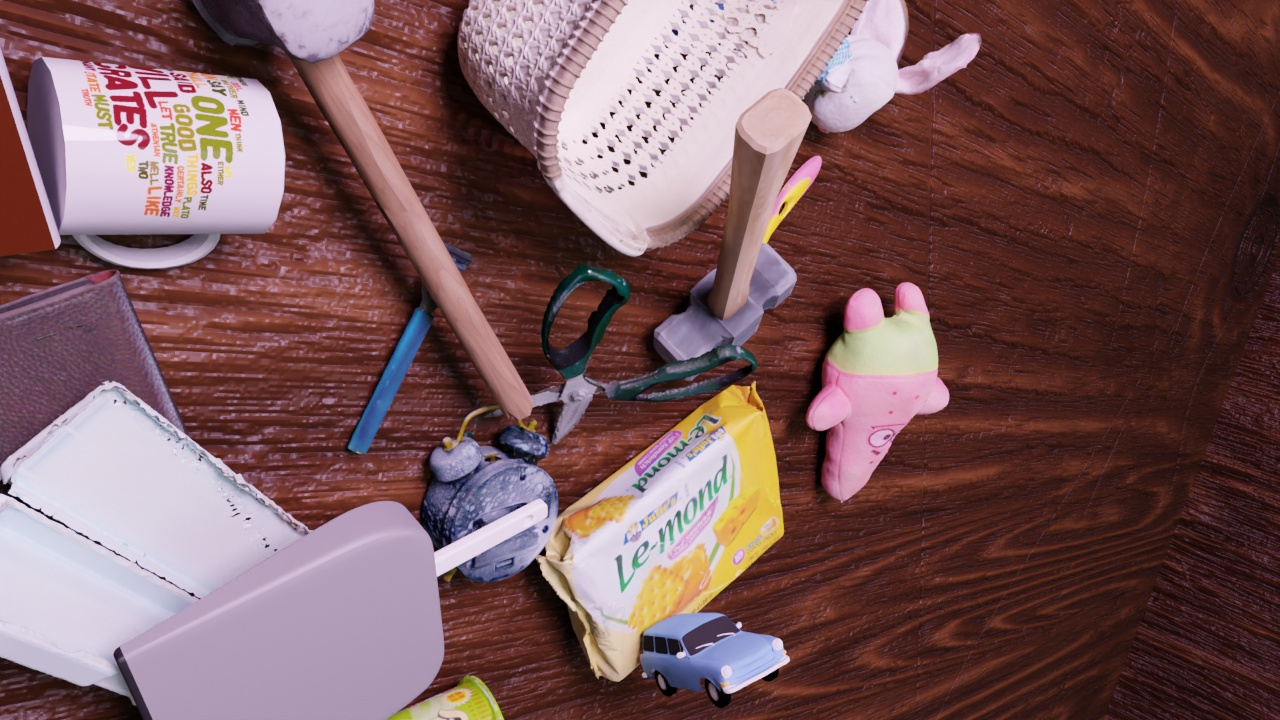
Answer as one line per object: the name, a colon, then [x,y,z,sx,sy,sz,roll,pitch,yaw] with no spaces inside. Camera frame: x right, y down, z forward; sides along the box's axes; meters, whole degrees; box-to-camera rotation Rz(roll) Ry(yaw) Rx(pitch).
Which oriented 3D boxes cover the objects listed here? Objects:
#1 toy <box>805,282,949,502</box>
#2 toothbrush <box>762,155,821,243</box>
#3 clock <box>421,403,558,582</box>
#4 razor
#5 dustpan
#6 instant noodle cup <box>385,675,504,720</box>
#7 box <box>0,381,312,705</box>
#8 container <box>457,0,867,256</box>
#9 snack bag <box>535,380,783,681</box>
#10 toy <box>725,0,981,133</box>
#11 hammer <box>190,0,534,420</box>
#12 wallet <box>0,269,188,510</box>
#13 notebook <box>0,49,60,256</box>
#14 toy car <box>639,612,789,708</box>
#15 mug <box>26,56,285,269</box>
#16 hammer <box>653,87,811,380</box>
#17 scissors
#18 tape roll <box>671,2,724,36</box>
toy: [0.226,0.040,0.908,0.191,0.097,0.237,-8,121,-33]
toothbrush: [0.117,-0.123,0.785,0.135,0.016,0.021,-56,134,-14]
clock: [-0.104,0.092,0.637,0.090,0.052,0.129,-10,115,-41]
razor: [-0.148,-0.007,0.574,0.042,0.022,0.144,23,92,-46]
dustpan: [-0.155,0.150,0.544,0.256,0.033,0.163,-24,135,-33]
instant noodle cup: [-0.158,0.286,0.647,0.107,0.099,0.099,-7,112,-33]
box: [-0.245,0.113,0.477,0.125,0.075,0.197,-56,151,-22]
container: [0.015,-0.198,0.522,0.246,0.143,0.184,-52,150,7]
snack bag: [0.026,0.140,0.771,0.246,0.068,0.160,-35,128,-27]
toy: [0.153,-0.223,0.721,0.205,0.131,0.106,-17,135,-32]
hammer: [-0.132,-0.085,0.504,0.052,0.098,0.329,-43,134,-23]
wallet: [-0.294,0.022,0.441,0.119,0.031,0.099,-27,123,-31]
notebook: [-0.325,-0.127,0.310,0.171,0.022,0.209,-11,117,-18]
toy car: [0.049,0.220,0.690,0.056,0.154,0.054,-18,85,-27]
mug: [-0.229,-0.085,0.432,0.089,0.073,0.105,-8,141,-42]
hammer: [0.066,-0.074,0.601,0.117,0.051,0.323,-41,168,-10]
scissors: [-0.004,0.004,0.633,0.203,0.015,0.202,-2,146,-22]
tape roll: [0.029,-0.269,0.632,0.091,0.016,0.093,0,107,-44]
